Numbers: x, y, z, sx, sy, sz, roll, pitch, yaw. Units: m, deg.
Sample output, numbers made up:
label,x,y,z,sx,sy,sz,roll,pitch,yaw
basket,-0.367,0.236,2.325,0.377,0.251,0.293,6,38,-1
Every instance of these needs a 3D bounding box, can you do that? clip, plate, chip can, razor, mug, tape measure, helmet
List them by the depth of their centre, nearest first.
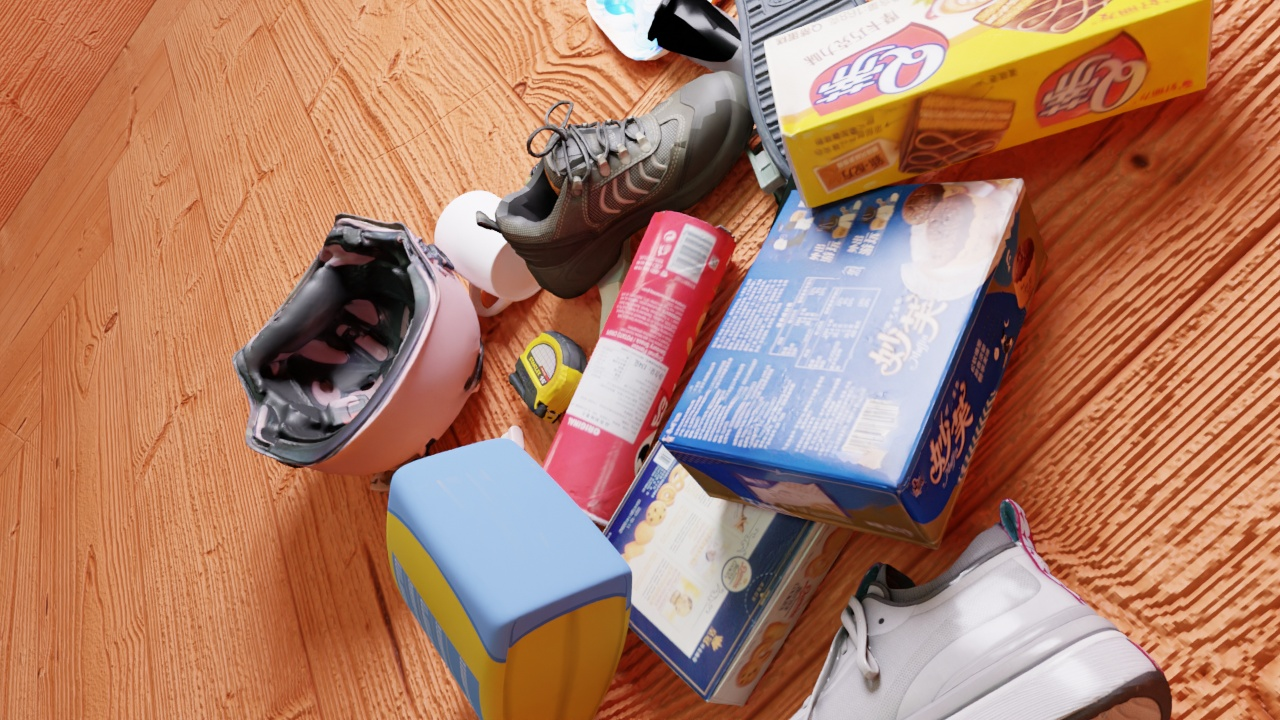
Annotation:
label,x,y,z,sx,sy,sz,roll,pitch,yaw
chip can,-0.004,0.004,0.681,0.073,0.073,0.232,16,79,45
clip,0.093,-0.151,0.694,0.023,0.049,0.078,-34,56,21
tape measure,-0.072,0.011,0.760,0.064,0.037,0.065,-54,45,8
razor,0.067,-0.267,0.772,0.156,0.060,0.057,40,107,25
helmet,-0.238,0.002,0.827,0.256,0.152,0.230,26,81,46
mug,-0.135,-0.088,0.848,0.088,0.080,0.114,36,125,39
clip,-0.233,0.107,0.864,0.060,0.024,0.039,-3,68,45
plate,0.036,-0.379,0.877,0.187,0.016,0.187,-44,47,16

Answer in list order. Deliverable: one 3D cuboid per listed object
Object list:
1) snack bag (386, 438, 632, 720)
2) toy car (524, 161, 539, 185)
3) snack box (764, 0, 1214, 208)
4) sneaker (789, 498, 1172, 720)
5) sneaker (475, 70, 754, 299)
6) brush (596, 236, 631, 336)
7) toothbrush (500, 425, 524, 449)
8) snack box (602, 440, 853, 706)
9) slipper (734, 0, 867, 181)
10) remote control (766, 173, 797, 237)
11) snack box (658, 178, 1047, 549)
label,x,y,z,sx,sy,sz,roll,pitch,yaw
snack bag,-0.093,0.180,0.610,0.159,0.102,0.206,39,132,41
toy car,-0.072,-0.148,0.845,0.049,0.030,0.106,-33,61,23
snack box,0.196,-0.178,0.550,0.231,0.062,0.109,-15,48,17
sneaker,0.120,0.178,0.478,0.264,0.096,0.128,-39,37,22
sneaker,-0.034,-0.165,0.722,0.238,0.143,0.101,-39,43,19
brush,-0.027,-0.013,0.753,0.033,0.012,0.217,-14,62,36
toothbrush,-0.093,0.131,0.735,0.018,0.015,0.181,-39,48,29
snack box,0.046,0.121,0.597,0.145,0.042,0.144,32,91,45
slipper,0.125,-0.245,0.680,0.101,0.082,0.263,-19,80,23
remote control,0.109,-0.097,0.642,0.030,0.009,0.140,23,104,16
snack box,0.127,-0.008,0.538,0.155,0.069,0.202,6,58,43
